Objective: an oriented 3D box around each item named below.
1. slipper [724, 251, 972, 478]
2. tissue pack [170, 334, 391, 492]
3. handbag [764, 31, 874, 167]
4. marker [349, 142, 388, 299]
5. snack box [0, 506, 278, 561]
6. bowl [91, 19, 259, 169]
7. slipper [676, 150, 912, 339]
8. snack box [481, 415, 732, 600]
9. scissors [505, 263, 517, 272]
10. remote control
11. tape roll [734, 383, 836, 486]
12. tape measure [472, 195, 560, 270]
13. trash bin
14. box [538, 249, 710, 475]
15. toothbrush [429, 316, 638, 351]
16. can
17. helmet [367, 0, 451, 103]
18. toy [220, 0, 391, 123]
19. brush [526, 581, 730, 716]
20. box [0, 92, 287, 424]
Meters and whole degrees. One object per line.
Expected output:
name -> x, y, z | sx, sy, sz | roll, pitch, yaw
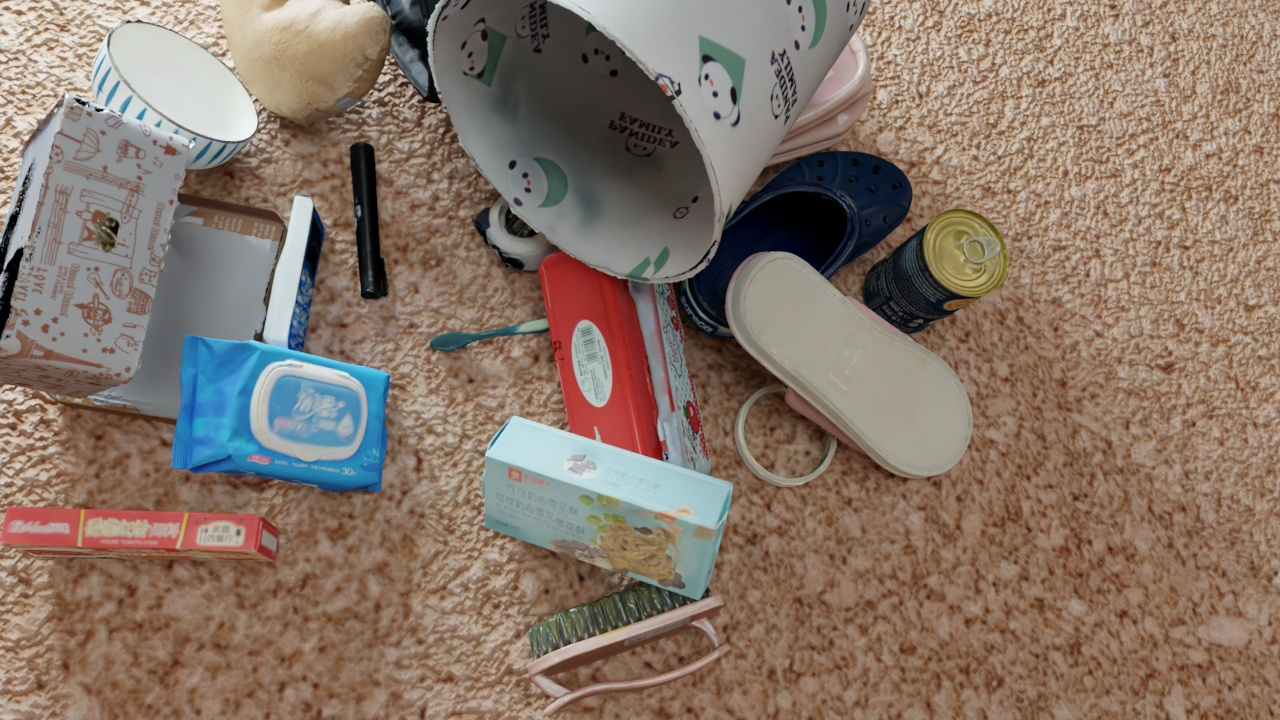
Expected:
slipper -> 0.169, 0.008, 0.745 | 0.274, 0.054, 0.114 | 33, 76, -25
tissue pack -> -0.245, 0.039, 0.643 | 0.157, 0.052, 0.095 | 17, 69, -45
handbag -> 0.062, -0.241, 0.796 | 0.234, 0.093, 0.193 | -31, 69, -12
marker -> -0.220, -0.114, 0.742 | 0.022, 0.020, 0.132 | 0, 73, -30
snack box -> -0.330, 0.118, 0.617 | 0.153, 0.075, 0.025 | 4, 72, -11
bowl -> -0.361, -0.191, 0.699 | 0.066, 0.116, 0.116 | -38, 82, 24
slipper -> 0.135, -0.113, 0.772 | 0.252, 0.095, 0.105 | -36, 86, -24
snack box -> -0.026, 0.104, 0.656 | 0.175, 0.074, 0.051 | 16, 38, 11
scissors -> -0.016, -0.137, 0.792 | 0.225, 0.015, 0.188 | -8, 73, -10
remote control -> -0.264, -0.061, 0.701 | 0.024, 0.049, 0.124 | 7, 72, -7
tape roll -> 0.120, 0.061, 0.763 | 0.085, 0.014, 0.085 | 3, 73, -11
tape measure -> -0.094, -0.108, 0.752 | 0.065, 0.034, 0.066 | -38, 73, -11
trash bin -> 0.024, -0.221, 0.633 | 0.229, 0.230, 0.251 | 38, 65, 1
box -> -0.002, 0.004, 0.730 | 0.101, 0.095, 0.201 | -3, 80, -53
toothbrush -> -0.076, -0.028, 0.750 | 0.191, 0.018, 0.016 | -11, 79, -17
can -> 0.247, -0.072, 0.780 | 0.075, 0.111, 0.075 | 3, 74, -12
helmet -> -0.112, -0.378, 0.728 | 0.240, 0.248, 0.315 | -21, 86, -18
toy -> -0.281, -0.301, 0.738 | 0.143, 0.082, 0.226 | -25, 79, 14
brush -> -0.011, 0.204, 0.666 | 0.145, 0.063, 0.073 | -16, 67, -15
box -> -0.348, -0.051, 0.652 | 0.184, 0.155, 0.182 | 19, 70, -41
